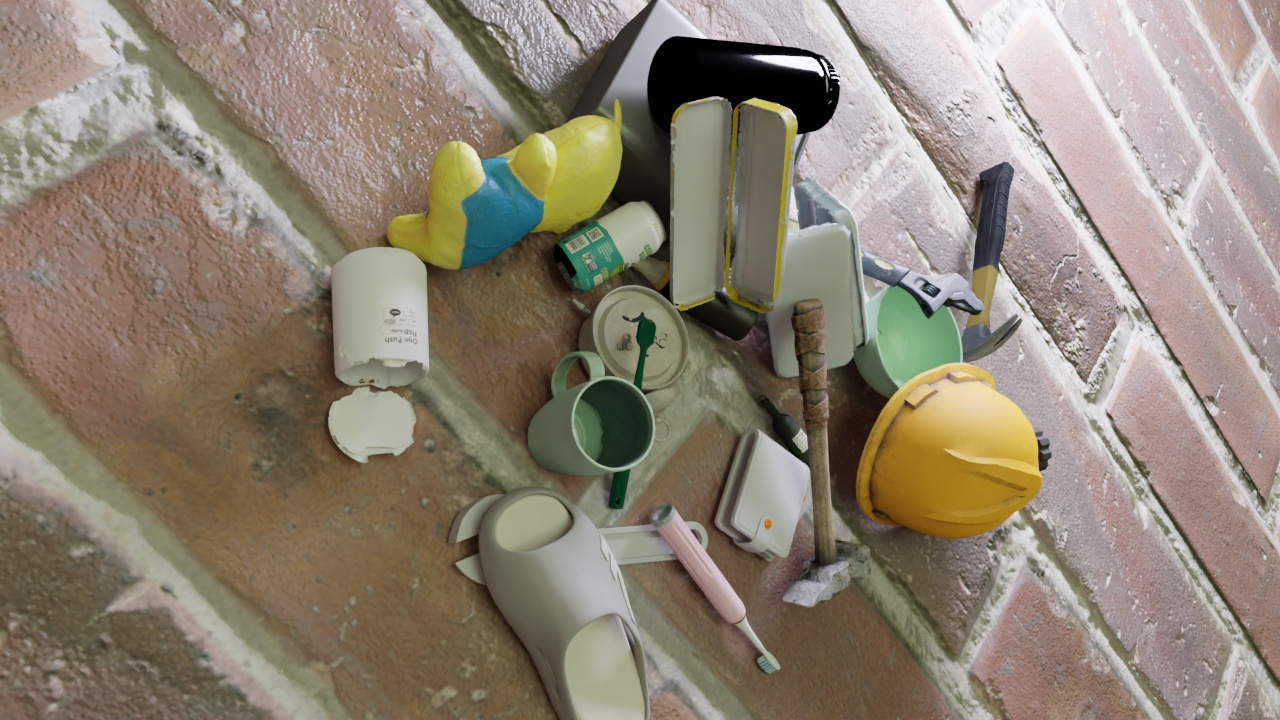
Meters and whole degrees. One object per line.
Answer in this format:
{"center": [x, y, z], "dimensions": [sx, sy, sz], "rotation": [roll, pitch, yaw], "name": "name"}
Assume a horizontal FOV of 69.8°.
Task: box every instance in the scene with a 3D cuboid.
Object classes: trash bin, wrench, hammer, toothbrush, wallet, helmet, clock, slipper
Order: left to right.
{"center": [-0.045, 0.231, 0.782], "dimensions": [0.112, 0.081, 0.266], "rotation": [-26, 103, -32], "name": "slipper"}
{"center": [-0.047, 0.163, 0.852], "dimensions": [0.272, 0.018, 0.086], "rotation": [2, 78, -35], "name": "wrench"}
{"center": [-0.009, 0.050, 0.848], "dimensions": [0.016, 0.017, 0.190], "rotation": [6, 109, -11], "name": "toothbrush"}
{"center": [-0.005, 0.005, 0.890], "dimensions": [0.103, 0.061, 0.156], "rotation": [-13, 79, -33], "name": "clock"}
{"center": [0.049, -0.232, 0.959], "dimensions": [0.220, 0.098, 0.191], "rotation": [35, 62, -21], "name": "trash bin"}
{"center": [0.079, 0.231, 0.906], "dimensions": [0.222, 0.027, 0.027], "rotation": [56, 14, -18], "name": "toothbrush"}
{"center": [0.140, 0.150, 0.969], "dimensions": [0.115, 0.038, 0.118], "rotation": [36, 61, -28], "name": "wallet"}
{"center": [0.183, 0.096, 0.948], "dimensions": [0.121, 0.049, 0.319], "rotation": [-15, 102, -46], "name": "hammer"}
{"center": [0.264, -0.110, 1.049], "dimensions": [0.273, 0.022, 0.073], "rotation": [23, 54, 2], "name": "wrench"}
{"center": [0.372, 0.119, 1.029], "dimensions": [0.254, 0.131, 0.205], "rotation": [-5, 115, -38], "name": "helmet"}
{"center": [0.461, -0.138, 1.218], "dimensions": [0.025, 0.118, 0.332], "rotation": [36, 56, -25], "name": "hammer"}

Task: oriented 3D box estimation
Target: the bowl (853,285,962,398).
{"center": [0.306, -0.016, 1.094], "dimensions": [0.150, 0.077, 0.150], "rotation": [8, 75, -33], "name": "bowl"}

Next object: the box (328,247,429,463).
{"center": [-0.209, -0.003, 0.743], "dimensions": [0.083, 0.093, 0.166], "rotation": [7, 67, -37], "name": "box"}

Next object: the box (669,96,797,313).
{"center": [0.083, -0.140, 0.859], "dimensions": [0.117, 0.210, 0.057], "rotation": [3, 36, 5], "name": "box"}

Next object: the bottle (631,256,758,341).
{"center": [0.036, -0.081, 0.947], "dimensions": [0.184, 0.045, 0.045], "rotation": [28, 65, -18], "name": "bottle"}

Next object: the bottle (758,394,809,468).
{"center": [0.163, 0.078, 1.007], "dimensions": [0.106, 0.025, 0.025], "rotation": [50, 57, -14], "name": "bottle"}

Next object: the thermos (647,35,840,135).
{"center": [0.112, -0.264, 0.896], "dimensions": [0.198, 0.086, 0.086], "rotation": [-8, 84, -33], "name": "thermos"}

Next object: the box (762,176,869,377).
{"center": [0.168, -0.073, 0.975], "dimensions": [0.127, 0.106, 0.215], "rotation": [-32, 136, -10], "name": "box"}

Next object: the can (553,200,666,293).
{"center": [-0.030, -0.110, 0.881], "dimensions": [0.101, 0.055, 0.055], "rotation": [-31, 98, -10], "name": "can"}

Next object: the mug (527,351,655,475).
{"center": [-0.052, 0.048, 0.820], "dimensions": [0.084, 0.104, 0.111], "rotation": [-3, 81, -34], "name": "mug"}

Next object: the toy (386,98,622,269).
{"center": [-0.101, -0.147, 0.806], "dimensions": [0.213, 0.149, 0.084], "rotation": [-26, 82, -39], "name": "toy"}
